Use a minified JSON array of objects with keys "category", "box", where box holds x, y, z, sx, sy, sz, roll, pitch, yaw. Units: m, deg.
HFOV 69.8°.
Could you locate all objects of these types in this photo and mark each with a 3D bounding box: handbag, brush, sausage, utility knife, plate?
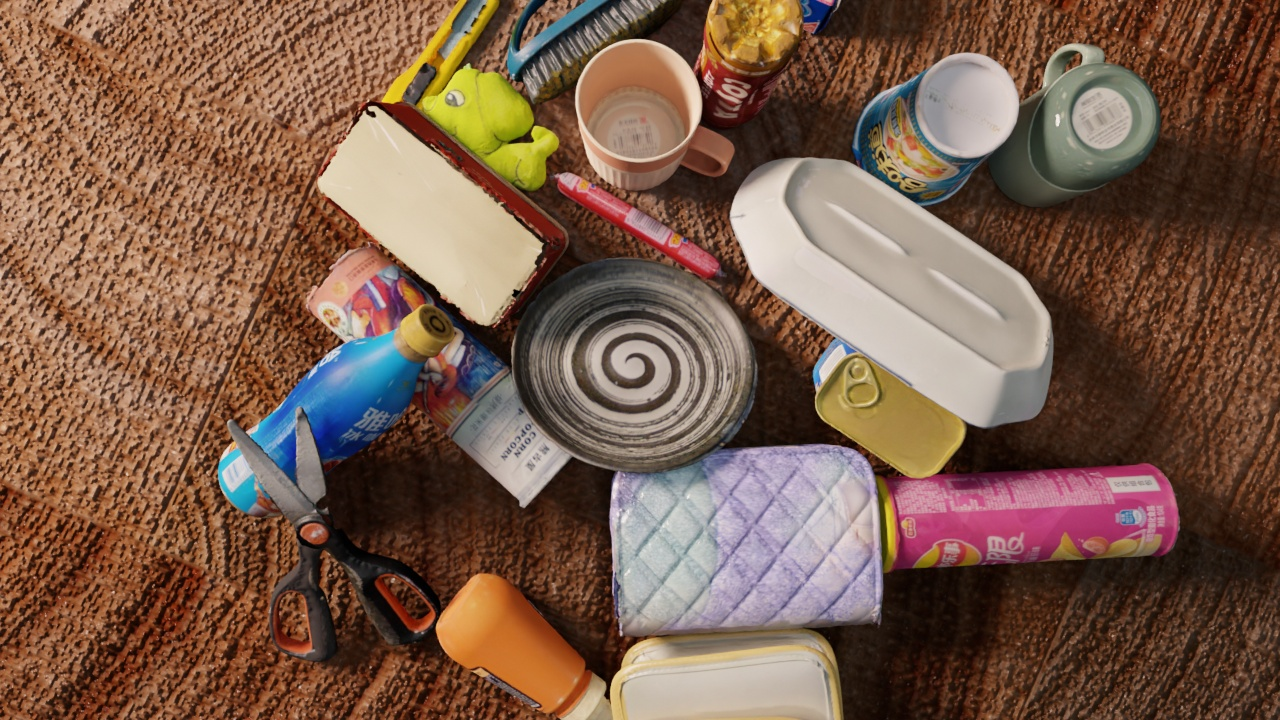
[{"category":"handbag","box":[0.075,0.130,0.671,0.194,0.075,0.134,-2,84,0]},{"category":"handbag","box":[0.068,0.290,0.658,0.163,0.063,0.178,-8,87,11]},{"category":"brush","box":[-0.040,-0.255,0.683,0.144,0.055,0.073,-35,91,-1]},{"category":"sausage","box":[-0.001,-0.104,0.700,0.156,0.020,0.020,31,88,-1]},{"category":"utility knife","box":[-0.154,-0.233,0.699,0.033,0.015,0.167,34,88,-4]},{"category":"plate","box":[0.189,-0.061,0.650,0.265,0.034,0.161,34,49,0]},{"category":"plate","box":[-0.004,0.004,0.671,0.179,0.024,0.179,3,60,-5]}]

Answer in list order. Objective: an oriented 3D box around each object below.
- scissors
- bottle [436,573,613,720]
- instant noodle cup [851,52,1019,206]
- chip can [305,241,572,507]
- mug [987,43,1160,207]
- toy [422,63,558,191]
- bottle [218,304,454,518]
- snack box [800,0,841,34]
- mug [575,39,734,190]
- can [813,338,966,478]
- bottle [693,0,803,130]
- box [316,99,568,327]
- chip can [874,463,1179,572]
[{"category":"scissors","box":[-0.230,0.136,0.639,0.198,0.021,0.227,-38,119,15]},{"category":"bottle","box":[-0.078,0.223,0.676,0.149,0.067,0.066,41,88,-8]},{"category":"instant noodle cup","box":[0.216,-0.168,0.661,0.099,0.110,0.099,0,90,-2]},{"category":"chip can","box":[-0.140,0.010,0.670,0.214,0.071,0.071,42,88,0]},{"category":"mug","box":[0.314,-0.176,0.665,0.082,0.106,0.111,4,88,-1]},{"category":"toy","box":[-0.112,-0.174,0.693,0.096,0.031,0.100,-9,94,-1]},{"category":"bottle","box":[-0.206,0.033,0.626,0.219,0.065,0.065,-37,90,27]},{"category":"snack box","box":[0.056,-0.315,0.686,0.207,0.057,0.058,23,86,-1]},{"category":"mug","box":[0.012,-0.164,0.657,0.114,0.106,0.081,23,89,-1]},{"category":"can","box":[0.176,0.029,0.665,0.102,0.083,0.057,33,105,-1]},{"category":"bottle","box":[0.066,-0.199,0.625,0.057,0.175,0.057,0,88,-2]},{"category":"box","box":[-0.144,-0.103,0.657,0.168,0.076,0.091,39,108,0]},{"category":"chip can","box":[0.276,0.116,0.678,0.210,0.071,0.071,-2,89,-2]}]
